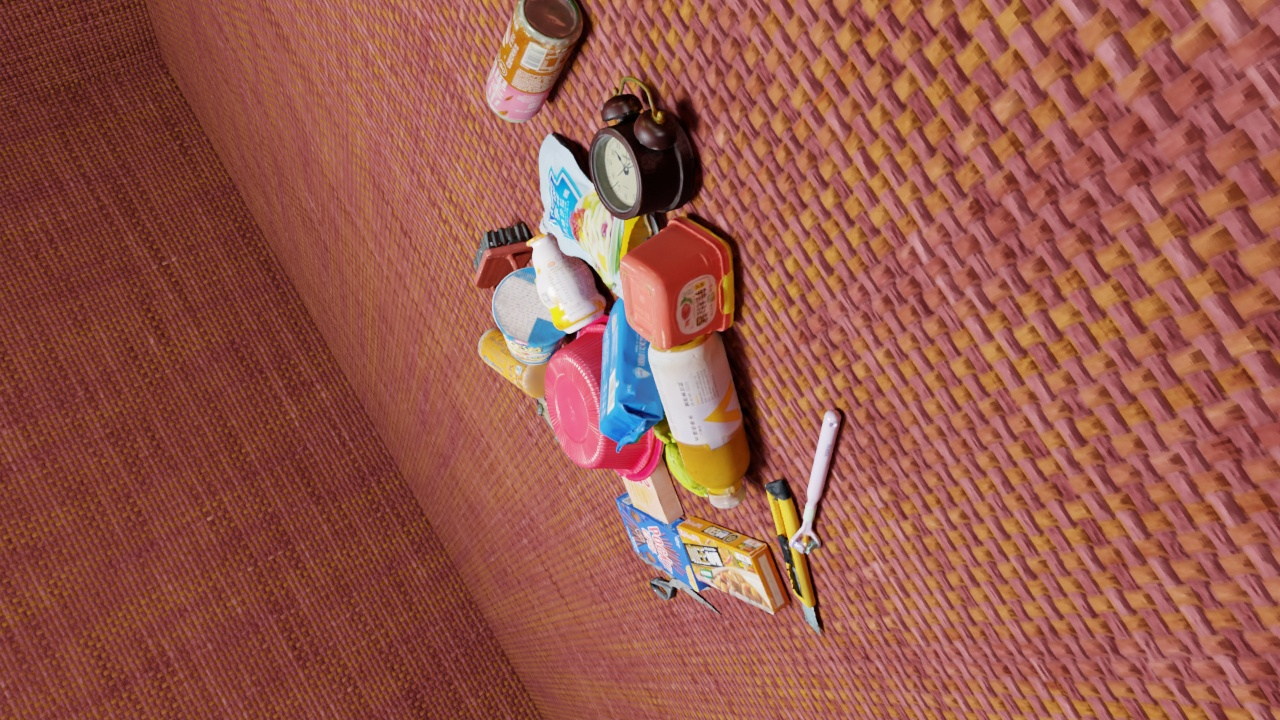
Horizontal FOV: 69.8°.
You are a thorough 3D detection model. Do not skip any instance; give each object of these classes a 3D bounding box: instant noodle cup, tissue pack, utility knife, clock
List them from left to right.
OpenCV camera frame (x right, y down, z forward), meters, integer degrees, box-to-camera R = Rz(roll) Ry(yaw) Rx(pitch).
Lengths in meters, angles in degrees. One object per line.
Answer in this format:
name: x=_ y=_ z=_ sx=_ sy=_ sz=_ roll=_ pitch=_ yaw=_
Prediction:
instant noodle cup: x=-0.126 y=-0.045 z=1.092 sx=0.099 sy=0.099 sz=0.110 roll=56 pitch=164 yaw=12
instant noodle cup: x=-0.050 y=0.049 z=1.016 sx=0.194 sy=0.065 sz=0.194 roll=34 pitch=131 yaw=50
tissue pack: x=-0.005 y=0.005 z=0.898 sx=0.095 sy=0.052 sz=0.157 roll=128 pitch=146 yaw=-67
clock: x=0.000 y=-0.167 z=0.736 sx=0.082 sy=0.055 sz=0.122 roll=40 pitch=142 yaw=41
utility knife: x=0.150 y=0.194 z=0.889 sx=0.033 sy=0.015 sz=0.193 roll=26 pitch=139 yaw=57

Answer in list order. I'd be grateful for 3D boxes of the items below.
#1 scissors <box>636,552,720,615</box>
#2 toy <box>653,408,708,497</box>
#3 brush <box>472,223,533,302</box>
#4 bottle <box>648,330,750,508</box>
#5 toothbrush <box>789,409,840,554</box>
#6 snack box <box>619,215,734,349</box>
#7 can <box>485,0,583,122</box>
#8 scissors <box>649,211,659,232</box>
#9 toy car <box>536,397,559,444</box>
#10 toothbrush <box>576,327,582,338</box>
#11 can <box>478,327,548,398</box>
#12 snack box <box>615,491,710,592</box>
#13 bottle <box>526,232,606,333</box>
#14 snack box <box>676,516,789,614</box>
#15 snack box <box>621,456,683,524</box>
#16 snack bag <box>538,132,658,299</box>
scissors: x=0.047 y=0.292 z=1.214 sx=0.159 sy=0.014 sz=0.171 roll=47 pitch=151 yaw=24
toy: x=0.046 y=0.092 z=0.925 sx=0.031 sy=0.096 sz=0.100 roll=-30 pitch=60 yaw=28
brush: x=-0.171 y=-0.112 z=1.135 sx=0.146 sy=0.063 sz=0.069 roll=144 pitch=109 yaw=-67
bottle: x=0.060 y=0.055 z=0.848 sx=0.068 sy=0.067 sz=0.190 roll=27 pitch=142 yaw=52
toothbrush: x=0.151 y=0.107 z=0.787 sx=0.189 sy=0.029 sz=0.021 roll=89 pitch=-178 yaw=-46
snack box: x=0.029 y=-0.062 z=0.769 sx=0.082 sy=0.080 sz=0.091 roll=40 pitch=149 yaw=41
can: x=-0.098 y=-0.270 z=0.820 sx=0.058 sy=0.057 sz=0.148 roll=61 pitch=156 yaw=1
scissors: x=-0.017 y=-0.125 z=0.877 sx=0.138 sy=0.017 sz=0.077 roll=-33 pitch=78 yaw=62
toy car: x=-0.105 y=0.076 z=1.235 sx=0.090 sy=0.042 sz=0.035 roll=56 pitch=137 yaw=26
toothbrush: x=-0.083 y=0.005 z=1.150 sx=0.190 sy=0.014 sz=0.017 roll=106 pitch=143 yaw=-57
can: x=-0.167 y=0.001 z=1.258 sx=0.146 sy=0.058 sz=0.058 roll=30 pitch=142 yaw=50
snack box: x=0.027 y=0.225 z=1.155 sx=0.157 sy=0.026 sz=0.084 roll=16 pitch=130 yaw=58
bottle: x=-0.083 y=-0.086 z=0.985 sx=0.108 sy=0.063 sz=0.063 roll=63 pitch=156 yaw=-5
snack box: x=0.099 y=0.222 z=1.010 sx=0.154 sy=0.026 sz=0.075 roll=5 pitch=120 yaw=62
snack box: x=-0.004 y=0.115 z=1.097 sx=0.084 sy=0.026 sz=0.157 roll=13 pitch=127 yaw=59
snack bag: x=-0.050 y=-0.137 z=0.879 sx=0.191 sy=0.038 sz=0.110 roll=42 pitch=145 yaw=43
